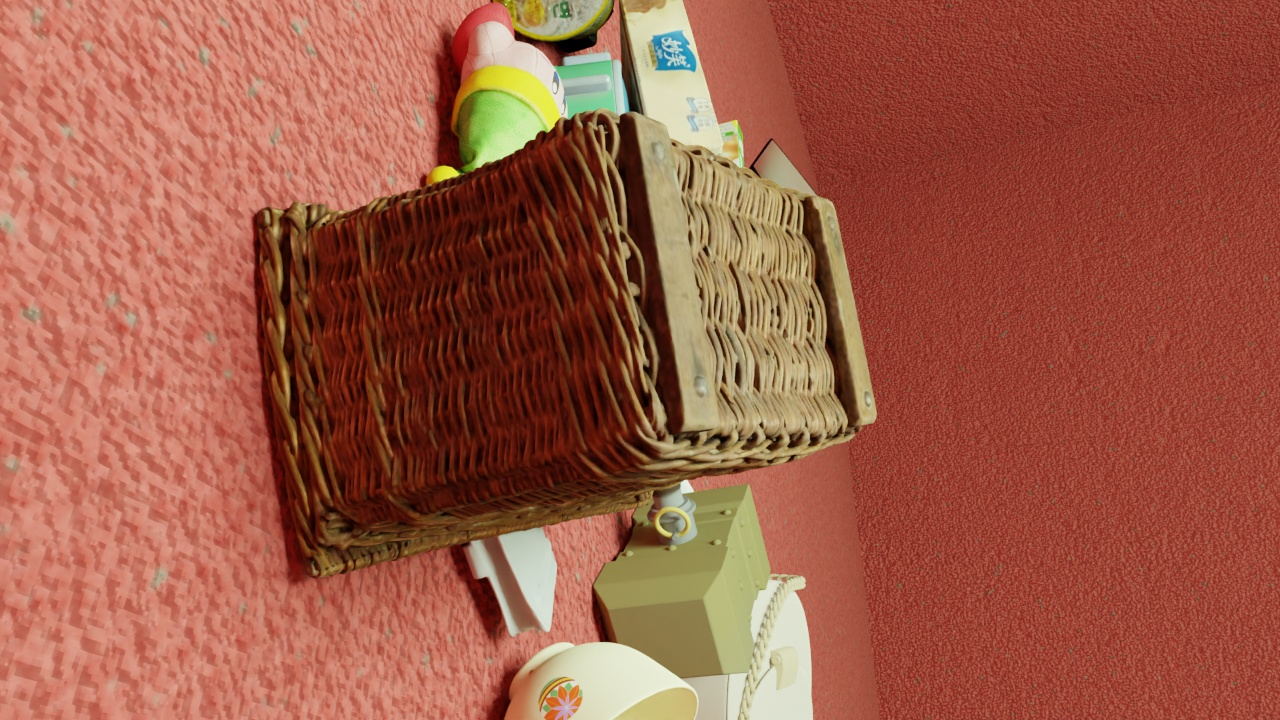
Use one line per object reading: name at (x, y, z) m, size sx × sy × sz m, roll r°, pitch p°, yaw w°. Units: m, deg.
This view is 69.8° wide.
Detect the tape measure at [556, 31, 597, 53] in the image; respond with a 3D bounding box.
tape measure at (-0.059, -0.309, 0.815) m, size 0.067 × 0.038 × 0.062 m, roll -3°, pitch 83°, yaw -74°

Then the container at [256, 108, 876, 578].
container at (-0.015, -0.007, 0.434) m, size 0.249 × 0.184 × 0.162 m, roll 0°, pitch 77°, yaw -55°

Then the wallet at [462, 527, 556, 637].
wallet at (-0.081, 0.096, 0.535) m, size 0.086 × 0.032 × 0.116 m, roll -76°, pitch 148°, yaw -72°

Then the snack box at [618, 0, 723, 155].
snack box at (0.021, -0.189, 0.775) m, size 0.153 × 0.055 × 0.207 m, roll 88°, pitch -6°, yaw -55°

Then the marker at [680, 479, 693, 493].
marker at (0.035, 0.124, 0.902) m, size 0.126 × 0.025 × 0.025 m, roll 61°, pitch 26°, yaw -48°

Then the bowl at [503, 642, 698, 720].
bowl at (-0.036, 0.204, 0.522) m, size 0.074 × 0.118 × 0.118 m, roll 40°, pitch -10°, yaw 36°

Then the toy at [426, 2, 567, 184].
toy at (-0.090, -0.143, 0.587) m, size 0.124 × 0.097 × 0.131 m, roll 71°, pitch 0°, yaw -46°

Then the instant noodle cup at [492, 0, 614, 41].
instant noodle cup at (-0.061, -0.298, 0.725) m, size 0.108 × 0.102 × 0.102 m, roll -60°, pitch 138°, yaw -77°

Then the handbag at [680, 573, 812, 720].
handbag at (0.088, 0.305, 0.839) m, size 0.210 × 0.103 × 0.208 m, roll 19°, pitch 70°, yaw -60°

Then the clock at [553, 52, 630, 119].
clock at (-0.040, -0.154, 0.734) m, size 0.121 × 0.075 × 0.162 m, roll -93°, pitch 176°, yaw -59°

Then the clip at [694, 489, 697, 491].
clip at (0.062, 0.161, 0.989) m, size 0.046 × 0.035 × 0.053 m, roll 88°, pitch 1°, yaw -68°

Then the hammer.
hammer at (0.010, 0.064, 0.725) m, size 0.189 × 0.101 × 0.325 m, roll -50°, pitch 127°, yaw -69°

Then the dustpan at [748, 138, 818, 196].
dustpan at (0.099, -0.049, 0.883) m, size 0.080 × 0.274 × 0.236 m, roll 28°, pitch 22°, yaw -18°

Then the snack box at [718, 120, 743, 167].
snack box at (0.033, -0.145, 0.860) m, size 0.027 × 0.132 × 0.167 m, roll 57°, pitch 28°, yaw -52°
